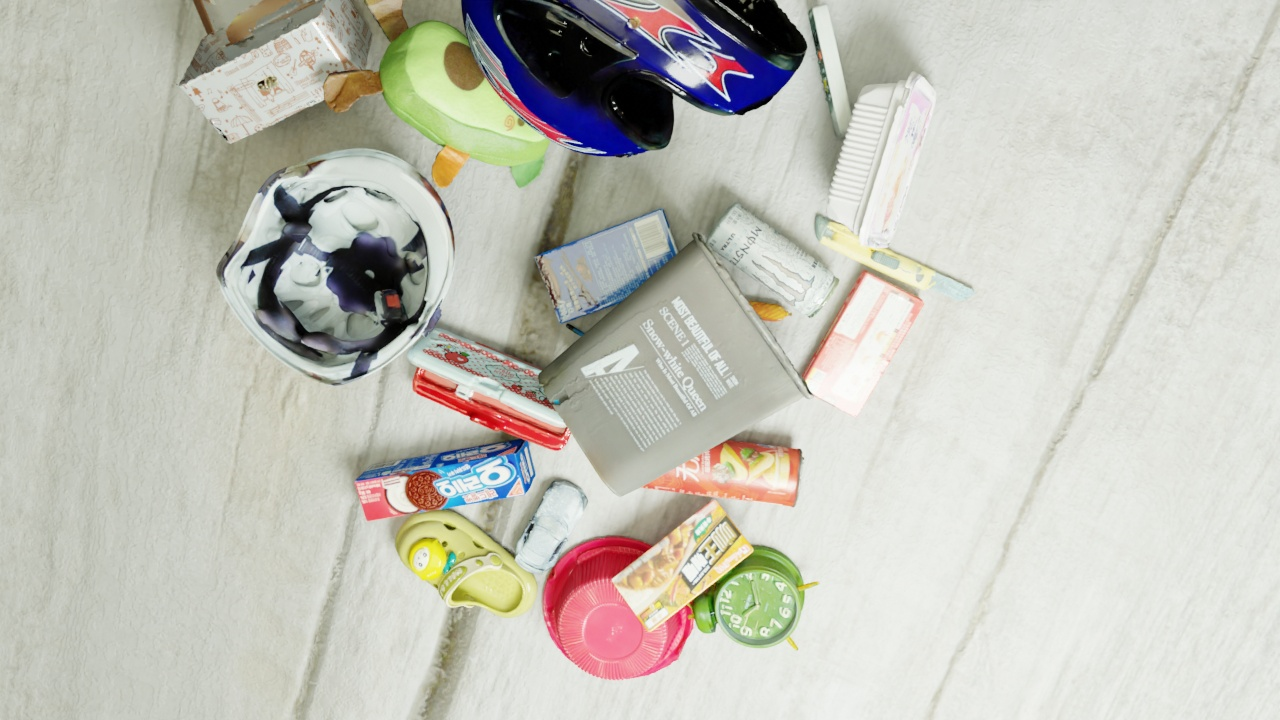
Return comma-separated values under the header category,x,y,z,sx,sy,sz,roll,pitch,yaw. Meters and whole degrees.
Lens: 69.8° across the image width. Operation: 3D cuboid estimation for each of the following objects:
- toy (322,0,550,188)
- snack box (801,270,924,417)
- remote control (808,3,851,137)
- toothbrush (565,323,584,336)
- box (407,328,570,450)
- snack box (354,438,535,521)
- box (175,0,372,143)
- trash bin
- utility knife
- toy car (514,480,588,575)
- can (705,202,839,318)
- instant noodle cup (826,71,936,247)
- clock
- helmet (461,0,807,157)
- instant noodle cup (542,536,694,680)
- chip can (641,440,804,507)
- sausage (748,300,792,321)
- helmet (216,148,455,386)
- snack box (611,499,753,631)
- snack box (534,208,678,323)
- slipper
category,x,y,z,sx,sy,sz,roll,pitch,yaw
toy,-0.194,-0.284,0.971,0.246,0.090,0.226,23,71,-28
snack box,0.249,-0.018,1.042,0.075,0.025,0.153,27,103,-1
remote control,0.201,-0.304,0.971,0.019,0.056,0.135,-14,101,9
toothbrush,-0.006,0.006,1.080,0.189,0.014,0.016,33,102,-1
box,-0.172,0.039,1.059,0.201,0.101,0.095,23,102,1
snack box,-0.235,0.143,1.109,0.207,0.057,0.058,-11,103,7
box,-0.402,-0.378,1.000,0.179,0.130,0.272,-20,70,10
trash bin,0.035,0.014,0.949,0.220,0.198,0.199,-35,82,8
utility knife,0.282,-0.110,1.028,0.195,0.020,0.031,23,109,-4
toy car,-0.110,0.204,1.121,0.054,0.036,0.121,29,100,0
can,0.146,-0.111,1.016,0.146,0.058,0.058,36,103,-2
instant noodle cup,0.247,-0.208,0.957,0.060,0.137,0.173,19,103,24
clock,0.124,0.282,1.102,0.161,0.056,0.116,15,102,3
helmet,-0.027,-0.319,0.901,0.315,0.246,0.241,40,125,-9
instant noodle cup,-0.030,0.316,1.121,0.194,0.065,0.194,1,102,4
chip can,0.076,0.124,1.065,0.216,0.073,0.073,7,102,4
sausage,0.091,-0.062,1.050,0.165,0.021,0.021,8,102,4
helmet,-0.313,-0.107,1.020,0.229,0.146,0.259,39,96,-5
snack box,0.049,0.237,1.060,0.153,0.026,0.075,-38,77,-2
snack box,-0.034,-0.107,1.051,0.157,0.026,0.084,-19,99,9
slipper,-0.214,0.256,1.120,0.190,0.081,0.092,32,100,-4
